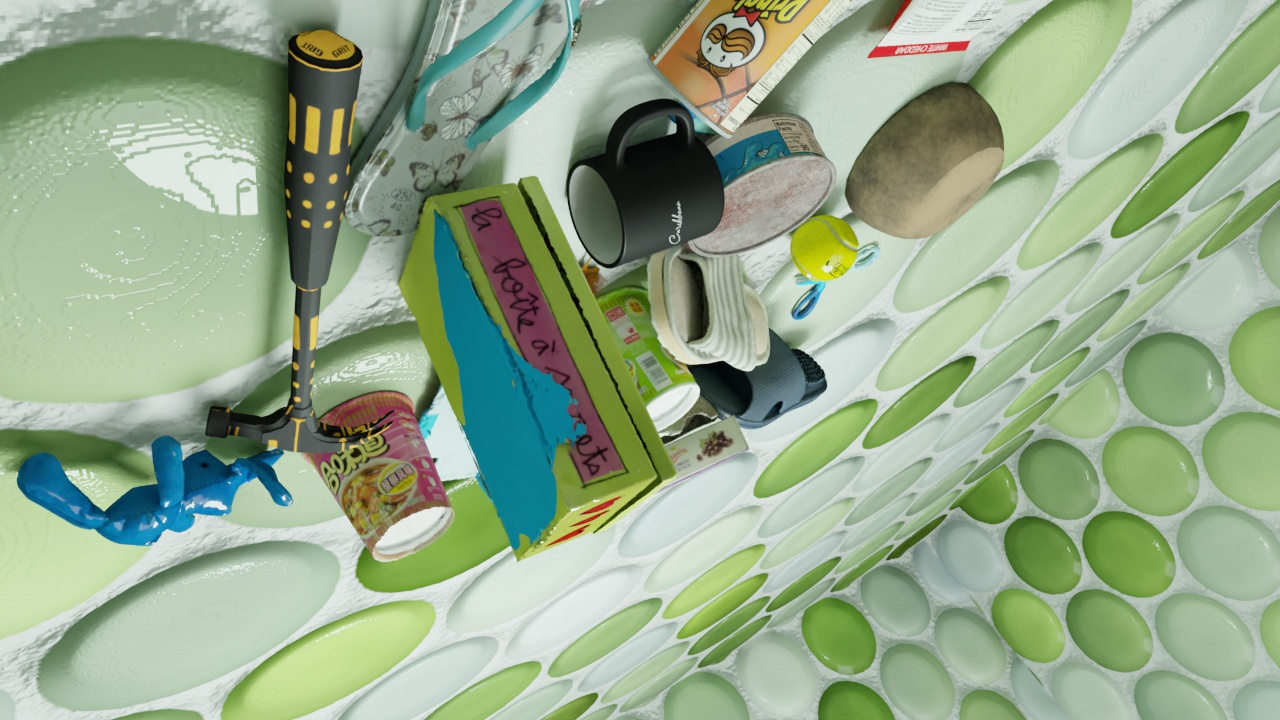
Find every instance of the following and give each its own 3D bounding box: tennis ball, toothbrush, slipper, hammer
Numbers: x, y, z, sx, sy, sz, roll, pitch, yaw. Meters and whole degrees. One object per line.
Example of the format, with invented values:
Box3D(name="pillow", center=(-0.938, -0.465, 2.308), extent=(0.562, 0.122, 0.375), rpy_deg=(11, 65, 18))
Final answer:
Box3D(name="tennis ball", center=(0.182, -0.111, 0.909), extent=(0.065, 0.065, 0.065), rpy_deg=(-28, 154, -16))
Box3D(name="toothbrush", center=(0.063, -0.179, 0.708), extent=(0.135, 0.017, 0.022), rpy_deg=(4, 135, -50))
Box3D(name="slipper", center=(0.078, -0.044, 0.849), extent=(0.054, 0.114, 0.272), rpy_deg=(-13, 172, 23))
Box3D(name="hammer", center=(-0.198, -0.048, 0.558), extent=(0.123, 0.036, 0.322), rpy_deg=(7, 134, -18))
Box3D(name="slipper", center=(0.152, 0.010, 1.044), extent=(0.263, 0.101, 0.083), rpy_deg=(-8, 144, -51))
Box3D(name="slipper", center=(-0.082, -0.162, 0.515), extent=(0.098, 0.054, 0.270), rpy_deg=(-7, 144, -49))

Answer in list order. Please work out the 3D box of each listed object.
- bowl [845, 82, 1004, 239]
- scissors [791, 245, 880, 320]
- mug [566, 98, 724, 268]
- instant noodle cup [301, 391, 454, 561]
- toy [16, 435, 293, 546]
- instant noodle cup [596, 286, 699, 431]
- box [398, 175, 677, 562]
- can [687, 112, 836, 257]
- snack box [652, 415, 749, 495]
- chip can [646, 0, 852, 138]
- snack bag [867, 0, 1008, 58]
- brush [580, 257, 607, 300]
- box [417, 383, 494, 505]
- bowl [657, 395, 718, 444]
Box3D(name="bowl", center=(0.288, -0.186, 0.905), extent=(0.162, 0.070, 0.162), rpy_deg=(-28, 154, -16))
Box3D(name="scissors", center=(0.217, -0.093, 1.048), extent=(0.133, 0.011, 0.140), rpy_deg=(-17, 150, -39))
Box3D(name="mug", center=(0.005, -0.130, 0.652), extent=(0.087, 0.078, 0.114), rpy_deg=(-23, 140, -26))
Box3D(name="instant noodle cup", center=(-0.204, 0.097, 0.738), extent=(0.097, 0.108, 0.098), rpy_deg=(-29, 154, -15))
Box3D(name="toy", center=(-0.312, 0.086, 0.617), extent=(0.176, 0.071, 0.113), rpy_deg=(-1, 173, -44))
Box3D(name="instant noodle cup", center=(-0.005, 0.005, 0.829), extent=(0.098, 0.108, 0.099), rpy_deg=(-27, 154, -15))
Box3D(name="box", center=(-0.073, 0.008, 0.596), extent=(0.082, 0.221, 0.125), rpy_deg=(-19, 162, -31))
Box3D(name="can", center=(0.090, -0.139, 0.742), extent=(0.130, 0.044, 0.130), rpy_deg=(-20, 159, -8))
Box3D(name="snack box", center=(0.026, 0.113, 0.962), extent=(0.143, 0.040, 0.148), rpy_deg=(-23, 172, -14))
Box3D(name="chip can", center=(0.102, -0.245, 0.570), extent=(0.215, 0.075, 0.075), rpy_deg=(-46, 153, 20))
Box3D(name="snack bag", center=(0.256, -0.298, 0.711), extent=(0.130, 0.039, 0.144), rpy_deg=(-17, 149, -34))
Box3D(name="brush", center=(-0.053, -0.056, 0.762), extent=(0.048, 0.017, 0.127), rpy_deg=(-16, 149, -51))
Box3D(name="box", center=(-0.114, 0.067, 0.829), extent=(0.228, 0.169, 0.085), rpy_deg=(-53, -165, 45))
Box3D(name="bowl", center=(-0.018, 0.061, 0.929), extent=(0.178, 0.081, 0.178), rpy_deg=(-24, 170, -5))
